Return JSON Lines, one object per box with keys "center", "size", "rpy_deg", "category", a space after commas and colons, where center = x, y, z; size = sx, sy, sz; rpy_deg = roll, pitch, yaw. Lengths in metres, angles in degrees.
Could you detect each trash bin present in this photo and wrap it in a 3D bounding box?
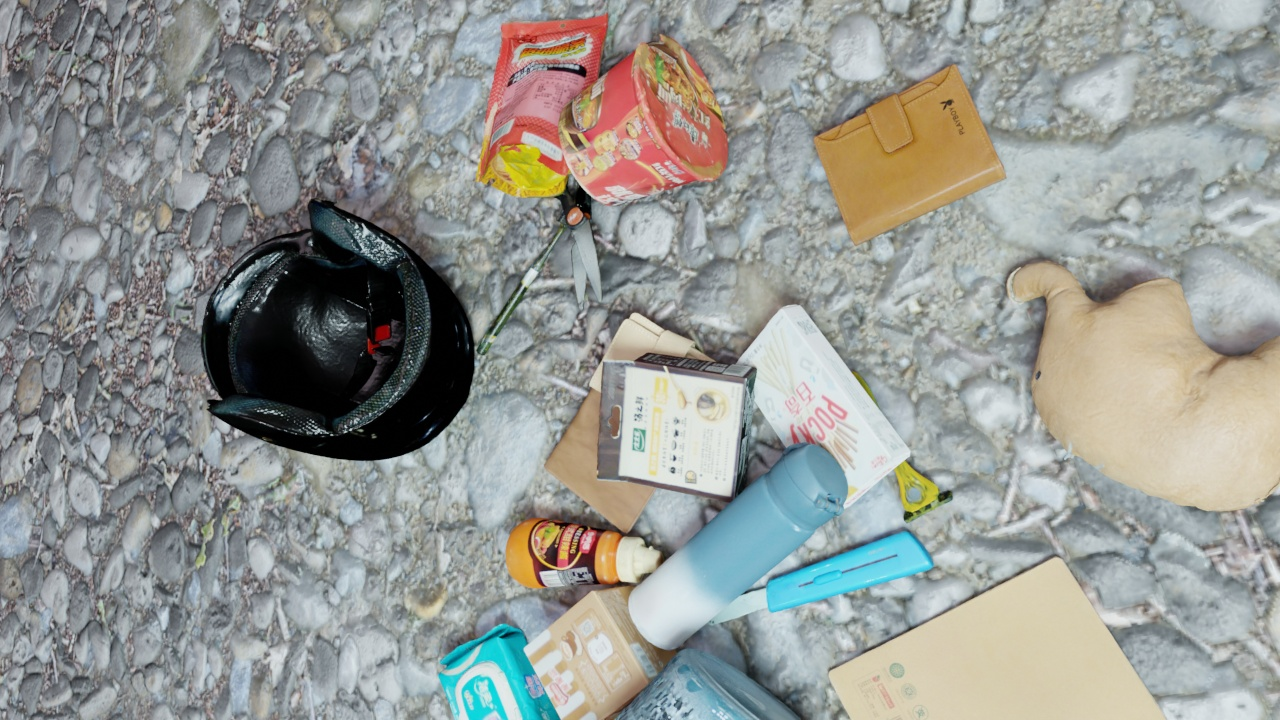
{"center": [0.040, 0.345, 0.707], "size": [0.226, 0.226, 0.195], "rpy_deg": [34, 87, 29], "category": "trash bin"}

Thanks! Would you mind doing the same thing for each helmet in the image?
{"center": [-0.302, -0.016, 0.925], "size": [0.275, 0.230, 0.233], "rpy_deg": [17, 77, 29], "category": "helmet"}

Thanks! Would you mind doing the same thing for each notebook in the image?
{"center": [0.264, 0.261, 0.692], "size": [0.208, 0.008, 0.147], "rpy_deg": [-36, 68, 21], "category": "notebook"}

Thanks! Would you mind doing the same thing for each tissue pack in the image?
{"center": [-0.136, 0.329, 0.884], "size": [0.093, 0.050, 0.133], "rpy_deg": [-38, 66, 21], "category": "tissue pack"}

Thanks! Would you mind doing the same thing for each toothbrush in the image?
{"center": [-0.120, -0.083, 0.952], "size": [0.012, 0.017, 0.186], "rpy_deg": [40, 102, 26], "category": "toothbrush"}

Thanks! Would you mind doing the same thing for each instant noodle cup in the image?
{"center": [0.000, -0.209, 0.844], "size": [0.109, 0.137, 0.137], "rpy_deg": [-19, 74, 35], "category": "instant noodle cup"}

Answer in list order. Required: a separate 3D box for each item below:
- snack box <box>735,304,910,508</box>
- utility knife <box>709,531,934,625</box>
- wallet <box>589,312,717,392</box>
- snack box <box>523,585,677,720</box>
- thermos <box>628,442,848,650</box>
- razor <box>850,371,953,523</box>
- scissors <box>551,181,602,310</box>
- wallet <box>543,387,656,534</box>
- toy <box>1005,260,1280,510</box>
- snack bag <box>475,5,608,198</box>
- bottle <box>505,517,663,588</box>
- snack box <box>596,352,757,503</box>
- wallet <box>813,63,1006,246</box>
{"center": [0.145, 0.039, 0.762], "size": [0.156, 0.026, 0.085], "rpy_deg": [58, 137, 23], "category": "snack box"}
{"center": [0.142, 0.187, 0.766], "size": [0.204, 0.018, 0.034], "rpy_deg": [-26, 72, 25], "category": "utility knife"}
{"center": [0.020, 0.015, 0.841], "size": [0.115, 0.024, 0.087], "rpy_deg": [32, 100, 16], "category": "wallet"}
{"center": [-0.031, 0.267, 0.818], "size": [0.094, 0.077, 0.092], "rpy_deg": [-43, 65, 17], "category": "snack box"}
{"center": [0.080, 0.155, 0.761], "size": [0.221, 0.070, 0.070], "rpy_deg": [-47, 63, 25], "category": "thermos"}
{"center": [0.201, 0.065, 0.747], "size": [0.043, 0.028, 0.132], "rpy_deg": [-35, 66, 24], "category": "razor"}
{"center": [-0.053, -0.159, 0.901], "size": [0.161, 0.021, 0.234], "rpy_deg": [-44, 55, 11], "category": "scissors"}
{"center": [-0.028, 0.093, 0.876], "size": [0.115, 0.020, 0.101], "rpy_deg": [37, 101, 25], "category": "wallet"}
{"center": [0.344, 0.012, 0.646], "size": [0.226, 0.082, 0.143], "rpy_deg": [35, 96, 32], "category": "toy"}
{"center": [-0.100, -0.268, 0.924], "size": [0.129, 0.073, 0.207], "rpy_deg": [-2, 64, 21], "category": "snack bag"}
{"center": [-0.050, 0.182, 0.854], "size": [0.150, 0.066, 0.066], "rpy_deg": [-1, 82, 22], "category": "bottle"}
{"center": [0.031, 0.056, 0.799], "size": [0.126, 0.053, 0.113], "rpy_deg": [9, 106, 19], "category": "snack box"}
{"center": [0.221, -0.170, 0.766], "size": [0.132, 0.031, 0.107], "rpy_deg": [-23, 74, 23], "category": "wallet"}
